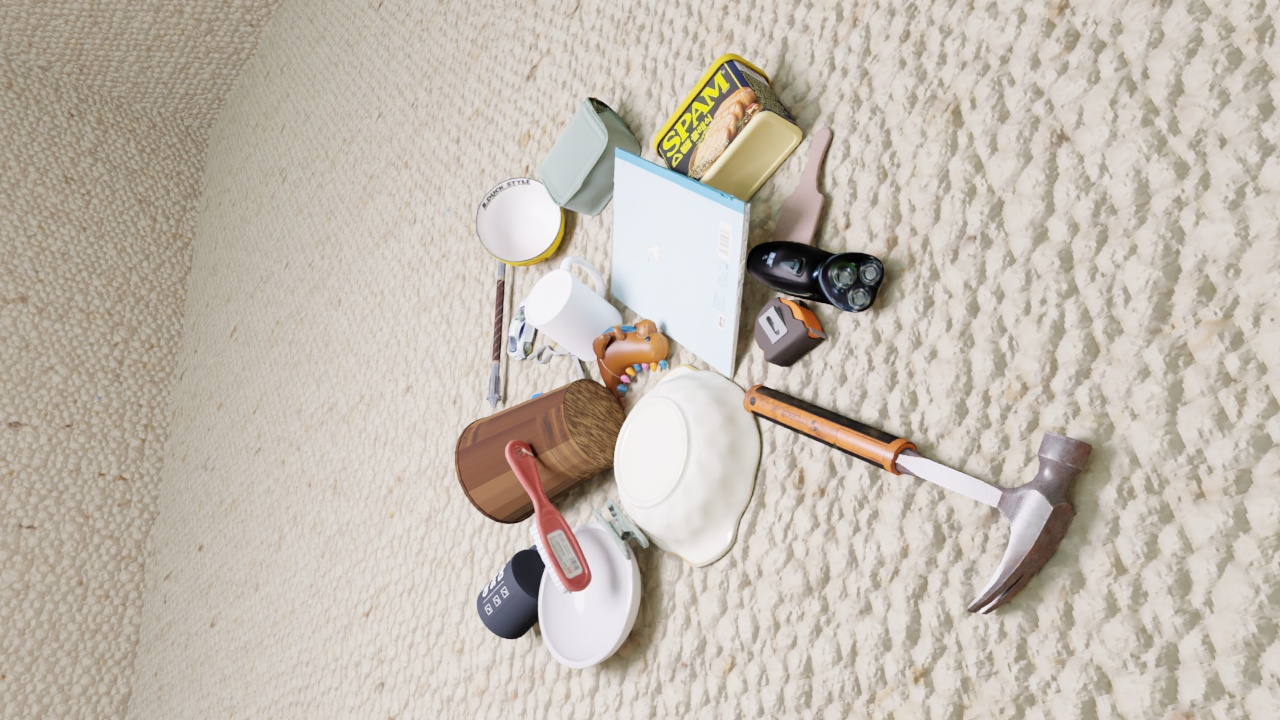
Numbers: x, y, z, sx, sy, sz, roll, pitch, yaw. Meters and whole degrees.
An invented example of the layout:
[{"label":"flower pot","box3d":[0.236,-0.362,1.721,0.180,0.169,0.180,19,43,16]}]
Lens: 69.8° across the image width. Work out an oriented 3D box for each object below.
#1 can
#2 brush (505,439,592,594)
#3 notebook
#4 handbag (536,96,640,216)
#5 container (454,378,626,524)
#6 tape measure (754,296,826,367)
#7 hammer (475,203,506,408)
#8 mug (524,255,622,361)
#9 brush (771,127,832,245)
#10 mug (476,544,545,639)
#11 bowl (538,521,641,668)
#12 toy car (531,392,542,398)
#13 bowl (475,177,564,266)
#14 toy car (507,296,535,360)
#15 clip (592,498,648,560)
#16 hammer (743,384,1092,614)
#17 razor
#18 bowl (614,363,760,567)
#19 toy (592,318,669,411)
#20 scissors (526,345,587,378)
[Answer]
[{"label":"can","box3d":[0.090,-0.230,0.960,0.135,0.075,0.104,-47,47,29]},{"label":"brush","box3d":[-0.103,0.164,0.957,0.030,0.040,0.172,-39,72,43]},{"label":"notebook","box3d":[0.032,-0.112,0.976,0.253,0.009,0.181,38,133,50]},{"label":"handbag","box3d":[-0.066,-0.258,1.169,0.122,0.067,0.106,-51,51,26]},{"label":"container","box3d":[-0.106,0.098,1.041,0.168,0.132,0.132,-28,55,35]},{"label":"tape measure","box3d":[0.134,-0.030,0.855,0.058,0.038,0.058,-41,47,34]},{"label":"hammer","box3d":[-0.197,-0.089,1.288,0.099,0.044,0.321,-21,61,46]},{"label":"mug","box3d":[-0.074,-0.068,1.079,0.074,0.090,0.110,-10,56,39]},{"label":"brush","box3d":[0.164,-0.163,0.892,0.050,0.015,0.135,6,76,51]},{"label":"mug","box3d":[-0.136,0.259,1.063,0.078,0.071,0.104,-49,16,27]},{"label":"bowl","box3d":[-0.045,0.247,0.964,0.150,0.043,0.149,-24,56,41]},{"label":"toy car","box3d":[-0.102,0.063,1.135,0.092,0.062,0.033,0,73,21]},{"label":"bowl","box3d":[-0.156,-0.180,1.236,0.117,0.067,0.117,-1,81,8]},{"label":"toy car","box3d":[-0.158,-0.045,1.234,0.039,0.027,0.089,5,80,54]},{"label":"clip","box3d":[-0.020,0.170,0.926,0.042,0.023,0.076,-35,38,-10]},{"label":"hammer","box3d":[0.191,0.085,0.744,0.315,0.035,0.138,23,94,53]},{"label":"razor","box3d":[0.151,-0.081,0.827,0.141,0.063,0.053,20,87,42]},{"label":"bowl","box3d":[0.030,0.096,0.918,0.189,0.060,0.219,-40,48,35]},{"label":"toy","box3d":[-0.006,0.006,1.021,0.090,0.070,0.103,-1,98,38]},{"label":"scissors","box3d":[-0.097,-0.006,1.154,0.159,0.014,0.141,-37,46,38]}]
